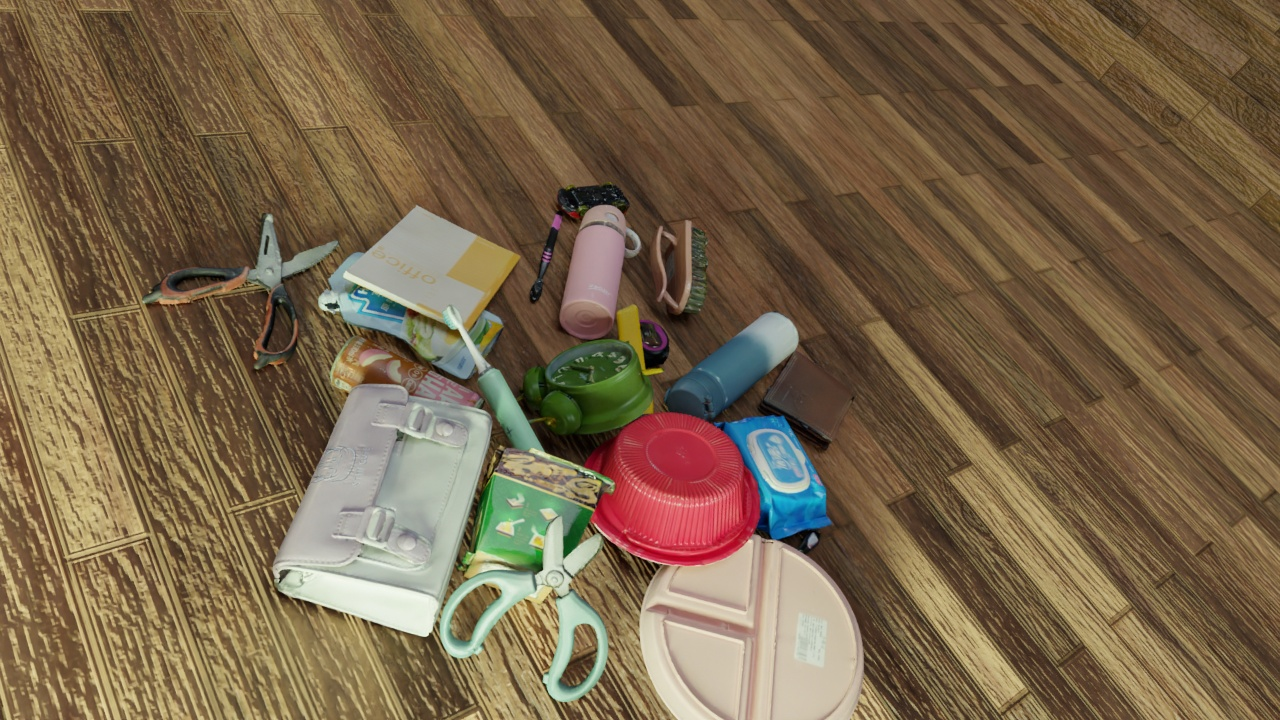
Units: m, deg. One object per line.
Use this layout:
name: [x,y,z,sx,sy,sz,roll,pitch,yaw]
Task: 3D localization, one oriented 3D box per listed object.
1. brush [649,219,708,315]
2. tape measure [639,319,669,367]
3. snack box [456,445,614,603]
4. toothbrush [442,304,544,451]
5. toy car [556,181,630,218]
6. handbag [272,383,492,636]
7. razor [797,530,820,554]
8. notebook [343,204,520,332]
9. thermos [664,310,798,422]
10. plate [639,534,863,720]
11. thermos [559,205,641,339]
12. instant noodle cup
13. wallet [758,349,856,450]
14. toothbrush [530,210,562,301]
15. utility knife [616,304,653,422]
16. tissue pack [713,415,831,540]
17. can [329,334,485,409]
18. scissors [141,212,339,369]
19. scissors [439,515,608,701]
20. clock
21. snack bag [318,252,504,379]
brush: [0.048,-0.118,1.206,0.073,0.063,0.145,19,46,-17]
tape measure: [0.006,-0.021,1.111,0.057,0.039,0.057,-4,53,-30]
snack box: [-0.102,0.158,0.851,0.117,0.118,0.105,21,56,-7]
toothbrush: [-0.140,0.043,0.927,0.026,0.027,0.224,-31,92,-53]
toy car: [-0.066,-0.217,1.258,0.106,0.031,0.049,-11,56,-36]
handbag: [-0.224,0.124,0.822,0.145,0.099,0.196,13,48,-5]
razor: [0.159,0.222,0.983,0.042,0.022,0.142,44,45,13]
notebook: [-0.232,-0.110,1.058,0.146,0.010,0.205,25,30,-3]
thermos: [0.113,0.009,1.123,0.070,0.070,0.219,43,46,13]
plate: [0.113,0.267,0.892,0.229,0.028,0.229,9,49,-10]
thermos: [-0.047,-0.113,1.151,0.087,0.067,0.198,25,42,-16]
instant noodle cup: [0.036,0.118,0.952,0.194,0.066,0.193,8,37,-6]
wallet: [0.214,0.048,1.165,0.101,0.032,0.124,33,43,7]
toothbrush: [-0.118,-0.140,1.173,0.014,0.018,0.188,18,43,-9]
utility knife: [-0.006,0.006,1.068,0.033,0.015,0.154,-1,71,-16]
tissue pack: [0.150,0.128,1.041,0.094,0.052,0.157,-4,53,-30]
can: [-0.234,0.030,0.926,0.147,0.058,0.057,27,44,-3]
scissors: [-0.400,-0.079,0.970,0.189,0.015,0.221,44,46,15]
scissors: [-0.077,0.225,0.792,0.178,0.173,0.019,50,5,-8]
clock: [-0.063,0.031,0.983,0.161,0.056,0.116,-23,28,-17]
snack bag: [-0.253,-0.053,1.010,0.191,0.039,0.110,27,50,-1]
